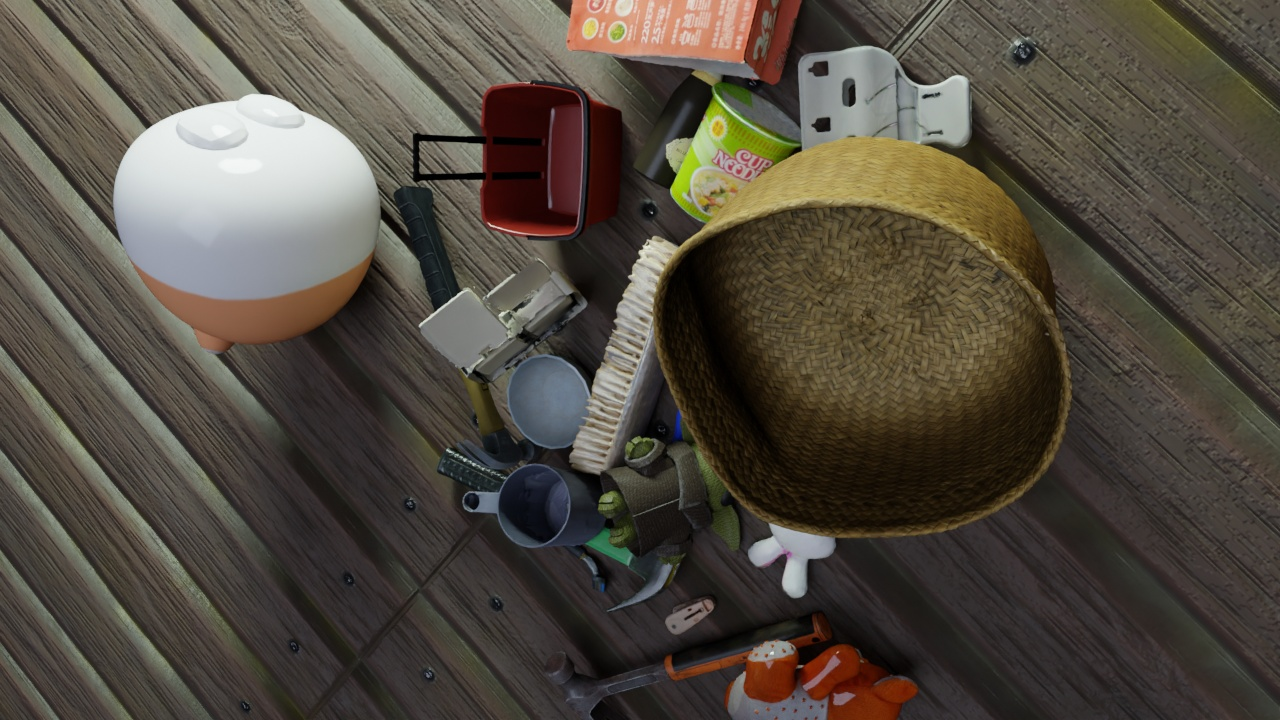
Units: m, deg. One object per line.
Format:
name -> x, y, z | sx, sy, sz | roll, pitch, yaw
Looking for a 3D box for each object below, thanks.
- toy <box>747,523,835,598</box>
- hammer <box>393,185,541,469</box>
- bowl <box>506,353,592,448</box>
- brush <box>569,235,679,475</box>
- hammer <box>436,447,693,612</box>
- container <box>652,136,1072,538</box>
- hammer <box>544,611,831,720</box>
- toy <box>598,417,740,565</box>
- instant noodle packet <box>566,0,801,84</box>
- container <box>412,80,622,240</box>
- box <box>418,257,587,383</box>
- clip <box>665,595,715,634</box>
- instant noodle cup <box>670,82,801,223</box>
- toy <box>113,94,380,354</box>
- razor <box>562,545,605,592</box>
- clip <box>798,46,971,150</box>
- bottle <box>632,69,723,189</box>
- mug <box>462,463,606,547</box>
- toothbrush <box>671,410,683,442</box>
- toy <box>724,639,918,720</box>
toy -> 0.160, 0.177, 0.930 | 0.079, 0.038, 0.123 | 39, 116, 26
hammer -> -0.204, -0.036, 1.020 | 0.025, 0.117, 0.333 | -22, 87, 28
bowl -> -0.092, 0.041, 1.015 | 0.106, 0.039, 0.106 | 6, 104, 24
brush -> -0.006, 0.005, 0.942 | 0.057, 0.083, 0.272 | 24, 111, 17
hammer -> -0.101, 0.175, 1.041 | 0.319, 0.032, 0.130 | 22, 89, 24
container -> 0.184, -0.028, 0.754 | 0.307, 0.196, 0.308 | 12, 125, 18
hammer -> 0.061, 0.339, 1.002 | 0.315, 0.034, 0.138 | -23, 116, 21
toy -> 0.030, 0.134, 0.924 | 0.078, 0.152, 0.179 | 16, 125, 67
instant noodle packet -> 0.033, -0.353, 0.834 | 0.221, 0.083, 0.164 | 17, 98, 28
container -> -0.103, -0.190, 0.877 | 0.127, 0.200, 0.148 | 9, 105, 23
box -> -0.133, -0.043, 0.919 | 0.143, 0.184, 0.050 | -39, 81, 0
clip -> 0.053, 0.278, 1.001 | 0.061, 0.041, 0.024 | -37, 86, 32
instant noodle cup -> 0.084, -0.186, 0.856 | 0.099, 0.098, 0.108 | 40, 122, 12
toy -> -0.428, -0.146, 1.012 | 0.266, 0.261, 0.281 | 29, 130, 19
razor -> -0.090, 0.211, 1.064 | 0.144, 0.022, 0.043 | 41, 155, 16
clip -> 0.217, -0.214, 0.815 | 0.152, 0.095, 0.126 | -4, 102, 5
bottle -> 0.056, -0.255, 0.877 | 0.045, 0.045, 0.185 | 35, 106, 14
mug -> -0.108, 0.155, 0.974 | 0.124, 0.104, 0.083 | -2, 79, 22
toothbrush -> 0.045, 0.066, 0.972 | 0.016, 0.018, 0.183 | 18, 111, 20
toy -> 0.177, 0.328, 0.912 | 0.172, 0.092, 0.164 | 7, 140, -5
